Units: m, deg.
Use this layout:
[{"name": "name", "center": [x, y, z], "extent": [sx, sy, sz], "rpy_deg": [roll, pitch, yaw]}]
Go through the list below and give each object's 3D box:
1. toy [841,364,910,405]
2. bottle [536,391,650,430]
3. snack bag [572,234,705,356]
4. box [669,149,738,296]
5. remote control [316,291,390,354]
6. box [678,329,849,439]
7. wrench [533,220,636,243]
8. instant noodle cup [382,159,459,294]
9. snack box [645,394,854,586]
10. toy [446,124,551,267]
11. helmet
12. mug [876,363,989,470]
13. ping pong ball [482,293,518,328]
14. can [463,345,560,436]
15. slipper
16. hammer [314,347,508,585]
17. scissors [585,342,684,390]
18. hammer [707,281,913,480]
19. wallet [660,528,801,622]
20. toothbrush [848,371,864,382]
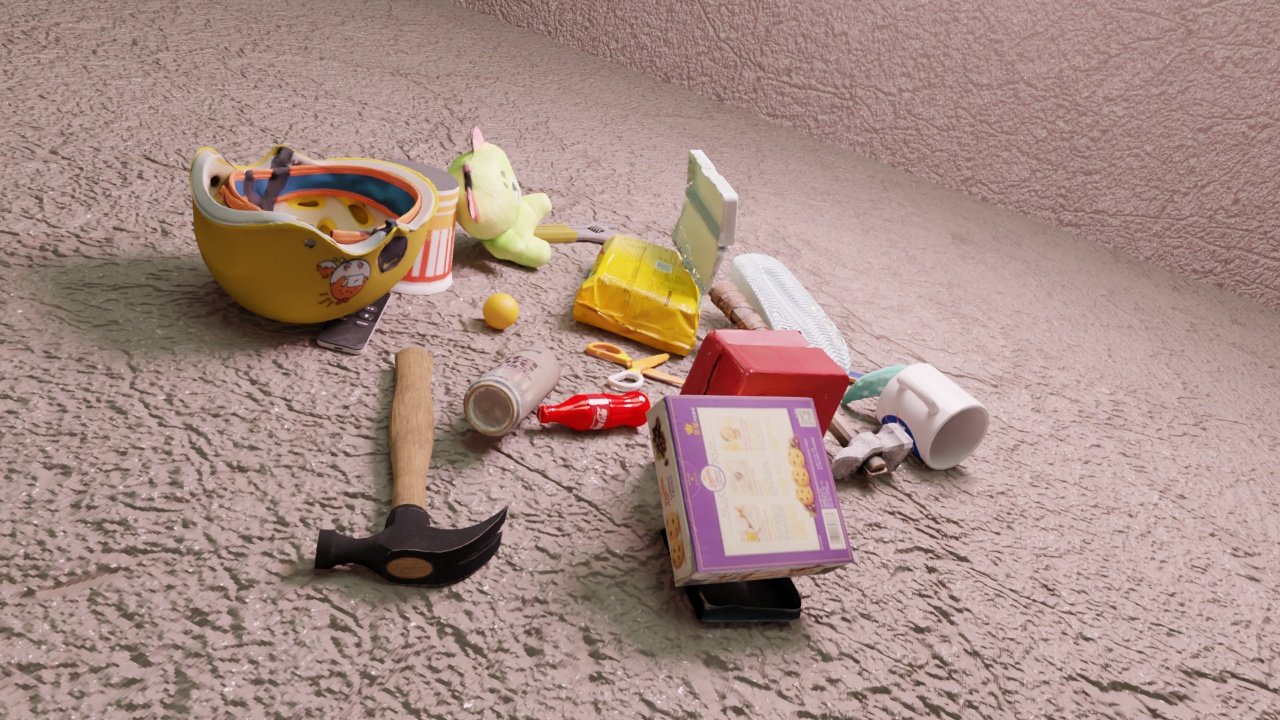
[{"name": "toy", "center": [0.308, 0.035, 1.127], "extent": [0.105, 0.085, 0.033], "rpy_deg": [7, 56, -29]}, {"name": "bottle", "center": [-0.046, 0.050, 0.899], "extent": [0.118, 0.036, 0.036], "rpy_deg": [-1, 32, -35]}, {"name": "snack bag", "center": [0.008, -0.093, 1.187], "extent": [0.159, 0.068, 0.246], "rpy_deg": [20, 25, -2]}, {"name": "box", "center": [0.081, -0.181, 1.174], "extent": [0.040, 0.135, 0.196], "rpy_deg": [2, 28, -11]}, {"name": "remote control", "center": [-0.296, -0.046, 0.955], "extent": [0.045, 0.008, 0.146], "rpy_deg": [14, 26, -10]}, {"name": "box", "center": [0.102, 0.054, 0.855], "extent": [0.129, 0.158, 0.092], "rpy_deg": [1, 36, -30]}, {"name": "wrench", "center": [-0.116, -0.185, 1.346], "extent": [0.272, 0.018, 0.083], "rpy_deg": [-10, 37, -45]}, {"name": "instant noodle cup", "center": [-0.270, -0.159, 1.069], "extent": [0.123, 0.121, 0.123], "rpy_deg": [15, 26, -8]}, {"name": "snack box", "center": [0.086, 0.101, 0.734], "extent": [0.147, 0.041, 0.143], "rpy_deg": [2, 64, -26]}, {"name": "toy", "center": [-0.189, -0.197, 1.171], "extent": [0.196, 0.107, 0.150], "rpy_deg": [38, 42, -54]}, {"name": "helmet", "center": [-0.325, -0.117, 0.924], "extent": [0.209, 0.140, 0.239], "rpy_deg": [34, 31, 29]}, {"name": "mug", "center": [0.331, 0.057, 1.057], "extent": [0.121, 0.091, 0.090], "rpy_deg": [47, 2, -43]}, {"name": "ping pong ball", "center": [-0.157, -0.055, 1.032], "extent": [0.040, 0.040, 0.040], "rpy_deg": [15, 26, -8]}, {"name": "can", "center": [-0.118, 0.026, 0.857], "extent": [0.054, 0.054, 0.135], "rpy_deg": [21, 17, 5]}, {"name": "slipper", "center": [0.184, -0.042, 1.188], "extent": [0.104, 0.074, 0.245], "rpy_deg": [-6, 51, -27]}, {"name": "hammer", "center": [-0.186, 0.071, 0.768], "extent": [0.132, 0.040, 0.305], "rpy_deg": [7, 27, -16]}, {"name": "scissors", "center": [-0.005, 0.010, 1.038], "extent": [0.125, 0.011, 0.128], "rpy_deg": [18, 27, 1]}, {"name": "hammer", "center": [0.172, 0.014, 1.050], "extent": [0.121, 0.049, 0.318], "rpy_deg": [-7, 45, -34]}, {"name": "wallet", "center": [0.071, 0.169, 0.751], "extent": [0.089, 0.026, 0.115], "rpy_deg": [7, 29, -21]}, {"name": "toothbrush", "center": [0.315, 0.034, 1.202], "extent": [0.135, 0.017, 0.021], "rpy_deg": [20, 23, 1]}]
